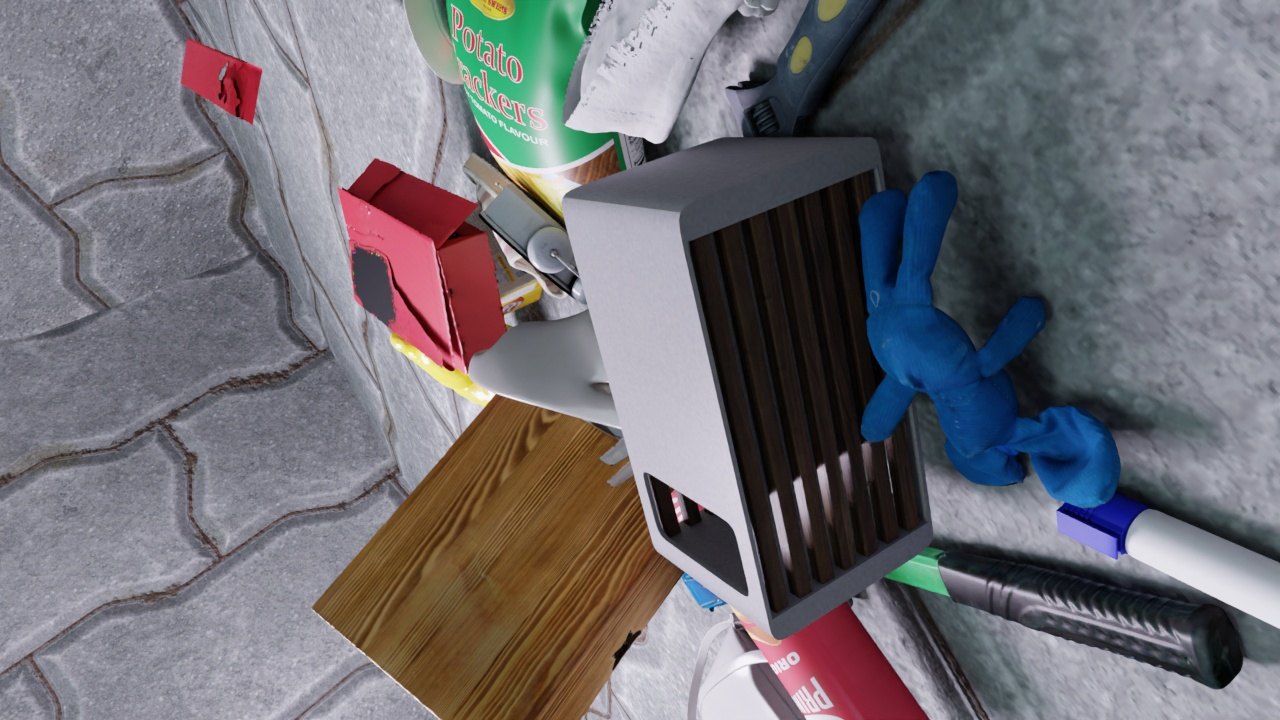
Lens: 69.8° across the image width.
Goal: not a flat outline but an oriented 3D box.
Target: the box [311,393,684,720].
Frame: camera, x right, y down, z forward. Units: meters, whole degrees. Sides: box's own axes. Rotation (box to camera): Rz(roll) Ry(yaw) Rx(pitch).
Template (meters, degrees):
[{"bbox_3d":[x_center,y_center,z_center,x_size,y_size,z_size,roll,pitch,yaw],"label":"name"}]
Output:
[{"bbox_3d":[-0.112,0.232,0.924,0.286,0.278,0.335,29,159,25],"label":"box"}]

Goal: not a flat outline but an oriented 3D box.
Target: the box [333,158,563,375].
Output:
[{"bbox_3d":[-0.182,-0.109,0.907,0.214,0.152,0.165,29,133,45],"label":"box"}]

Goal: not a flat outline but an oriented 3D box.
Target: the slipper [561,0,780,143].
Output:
[{"bbox_3d":[0.032,-0.190,0.437,0.248,0.074,0.112,131,134,-55],"label":"slipper"}]

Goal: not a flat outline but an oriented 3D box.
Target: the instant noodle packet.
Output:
[{"bbox_3d":[-0.065,-0.182,0.645,0.195,0.090,0.253,44,157,43],"label":"instant noodle packet"}]

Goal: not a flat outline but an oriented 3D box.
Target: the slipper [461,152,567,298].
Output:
[{"bbox_3d":[-0.078,-0.086,0.792,0.263,0.052,0.115,45,-179,30],"label":"slipper"}]

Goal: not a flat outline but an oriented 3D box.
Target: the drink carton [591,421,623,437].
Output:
[{"bbox_3d":[-0.007,0.031,0.810,0.125,0.048,0.076,5,119,64],"label":"drink carton"}]

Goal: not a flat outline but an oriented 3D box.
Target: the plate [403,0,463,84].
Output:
[{"bbox_3d":[-0.133,-0.275,0.680,0.011,0.134,0.135,7,130,20],"label":"plate"}]

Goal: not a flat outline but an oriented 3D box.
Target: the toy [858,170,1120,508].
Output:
[{"bbox_3d":[0.149,0.003,0.414,0.113,0.070,0.176,-1,125,59],"label":"toy"}]

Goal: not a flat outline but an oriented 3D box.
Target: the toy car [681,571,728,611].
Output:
[{"bbox_3d":[0.066,0.201,0.845,0.056,0.043,0.120,57,159,8],"label":"toy car"}]

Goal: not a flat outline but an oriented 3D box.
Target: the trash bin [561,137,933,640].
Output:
[{"bbox_3d":[0.060,0.008,0.490,0.114,0.114,0.229,23,132,57],"label":"trash bin"}]

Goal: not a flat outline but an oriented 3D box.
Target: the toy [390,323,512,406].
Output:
[{"bbox_3d":[-0.178,0.002,1.012,0.134,0.207,0.092,25,101,37],"label":"toy"}]

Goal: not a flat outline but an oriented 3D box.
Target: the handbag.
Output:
[{"bbox_3d":[0.120,0.306,0.786,0.216,0.095,0.223,48,148,28],"label":"handbag"}]

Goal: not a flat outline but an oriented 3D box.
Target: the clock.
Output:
[{"bbox_3d":[-0.067,-0.083,0.671,0.094,0.035,0.122,38,-176,-46],"label":"clock"}]

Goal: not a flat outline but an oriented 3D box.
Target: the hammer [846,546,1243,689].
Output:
[{"bbox_3d":[0.180,0.124,0.533,0.319,0.032,0.130,-1,113,65],"label":"hammer"}]

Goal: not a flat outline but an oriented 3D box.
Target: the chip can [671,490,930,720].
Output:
[{"bbox_3d":[0.103,0.169,0.612,0.220,0.069,0.069,55,156,17],"label":"chip can"}]

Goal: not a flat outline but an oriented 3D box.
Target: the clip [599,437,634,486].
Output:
[{"bbox_3d":[0.017,0.066,0.736,0.052,0.102,0.058,50,-170,13],"label":"clip"}]

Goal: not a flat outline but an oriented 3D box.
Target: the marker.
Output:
[{"bbox_3d":[0.236,0.086,0.372,0.133,0.027,0.023,29,143,54],"label":"marker"}]

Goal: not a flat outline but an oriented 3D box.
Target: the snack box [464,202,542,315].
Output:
[{"bbox_3d":[-0.160,-0.102,0.950,0.105,0.083,0.061,58,158,11],"label":"snack box"}]

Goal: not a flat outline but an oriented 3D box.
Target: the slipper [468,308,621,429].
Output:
[{"bbox_3d":[-0.004,0.004,0.666,0.266,0.112,0.081,15,103,31],"label":"slipper"}]

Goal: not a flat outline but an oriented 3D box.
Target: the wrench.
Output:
[{"bbox_3d":[0.088,-0.155,0.436,0.073,0.022,0.274,58,158,13],"label":"wrench"}]
